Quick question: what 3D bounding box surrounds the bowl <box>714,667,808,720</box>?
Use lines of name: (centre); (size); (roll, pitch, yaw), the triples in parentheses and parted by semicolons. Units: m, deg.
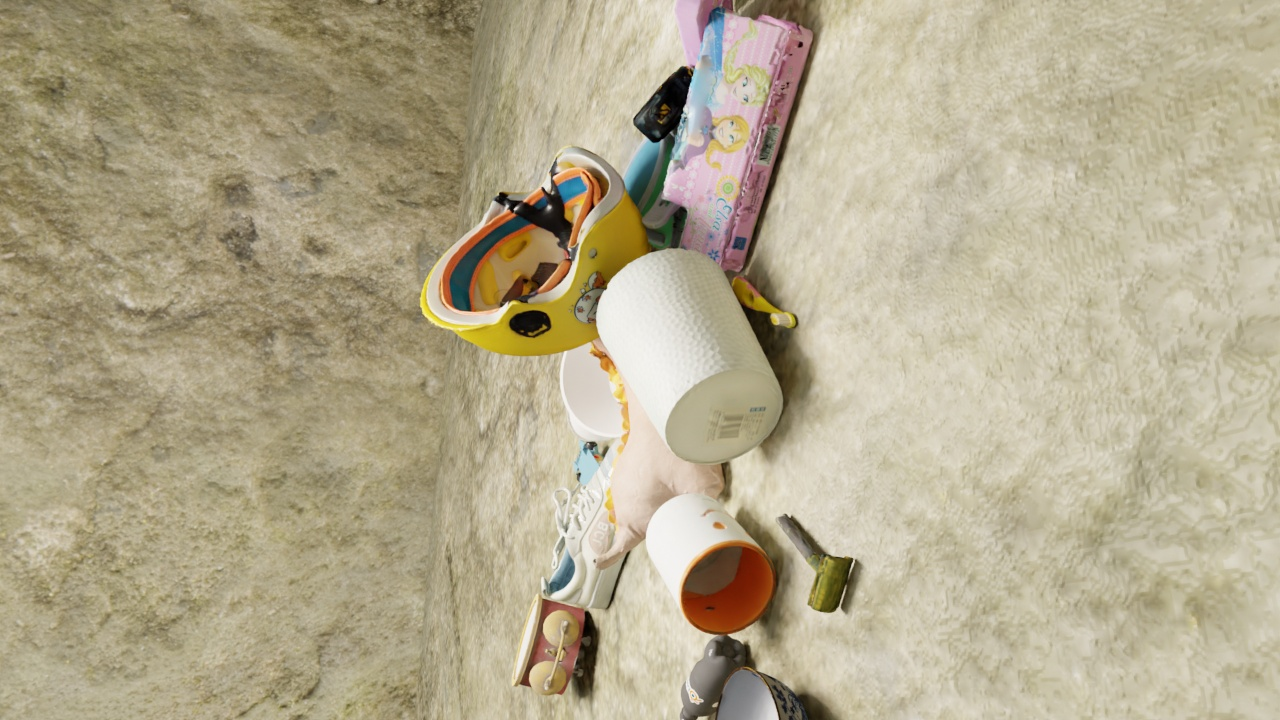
bowl: (0.097, 0.284, 0.668); (0.114, 0.045, 0.114); (-173, 91, -72)

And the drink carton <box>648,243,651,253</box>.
drink carton: (-0.031, -0.150, 1.106); (0.041, 0.122, 0.058); (17, 106, 32)

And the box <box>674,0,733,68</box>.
box: (0.058, -0.360, 0.880); (0.214, 0.062, 0.140); (3, -105, -83)

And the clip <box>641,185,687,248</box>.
clip: (0.056, -0.185, 0.938); (0.027, 0.090, 0.162); (18, 74, 32)

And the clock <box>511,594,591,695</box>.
clock: (-0.108, 0.369, 1.173); (0.159, 0.081, 0.117); (140, 146, -76)

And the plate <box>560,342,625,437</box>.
plate: (-0.006, 0.006, 1.009); (0.174, 0.036, 0.173); (-13, 63, 27)

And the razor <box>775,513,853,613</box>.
razor: (0.124, 0.141, 0.685); (0.106, 0.026, 0.042); (-124, 43, -69)

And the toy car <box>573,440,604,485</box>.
toy car: (-0.053, 0.148, 1.189); (0.107, 0.027, 0.060); (50, 130, 53)

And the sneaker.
sneaker: (-0.060, 0.194, 1.093); (0.089, 0.090, 0.243); (-115, 38, -60)

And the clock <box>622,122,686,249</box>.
clock: (0.032, -0.207, 1.019); (0.161, 0.075, 0.122); (-68, 19, 4)

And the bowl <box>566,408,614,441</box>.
bowl: (-0.031, 0.051, 1.077); (0.040, 0.109, 0.110); (25, 109, 41)

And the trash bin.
trash bin: (0.046, -0.001, 0.808); (0.161, 0.133, 0.134); (-116, 37, -48)

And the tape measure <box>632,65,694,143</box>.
tape measure: (0.027, -0.258, 0.938); (0.071, 0.042, 0.072); (-55, 15, -15)

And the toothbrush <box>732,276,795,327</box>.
toothbrush: (0.105, -0.053, 0.821); (0.135, 0.016, 0.021); (-128, 42, -64)

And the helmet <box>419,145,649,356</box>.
helmet: (-0.090, -0.085, 0.945); (0.240, 0.139, 0.208); (-33, 39, 14)

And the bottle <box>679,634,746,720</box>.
bottle: (0.058, 0.281, 0.795); (0.036, 0.036, 0.110); (-105, 29, -48)

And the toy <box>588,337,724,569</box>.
toy: (-0.015, 0.058, 0.928); (0.196, 0.065, 0.264); (-37, 53, 7)

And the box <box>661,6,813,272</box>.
box: (0.075, -0.204, 0.850); (0.084, 0.090, 0.231); (-121, 43, -60)

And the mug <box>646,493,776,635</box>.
mug: (0.056, 0.169, 0.775); (0.105, 0.082, 0.082); (-137, 57, -69)
